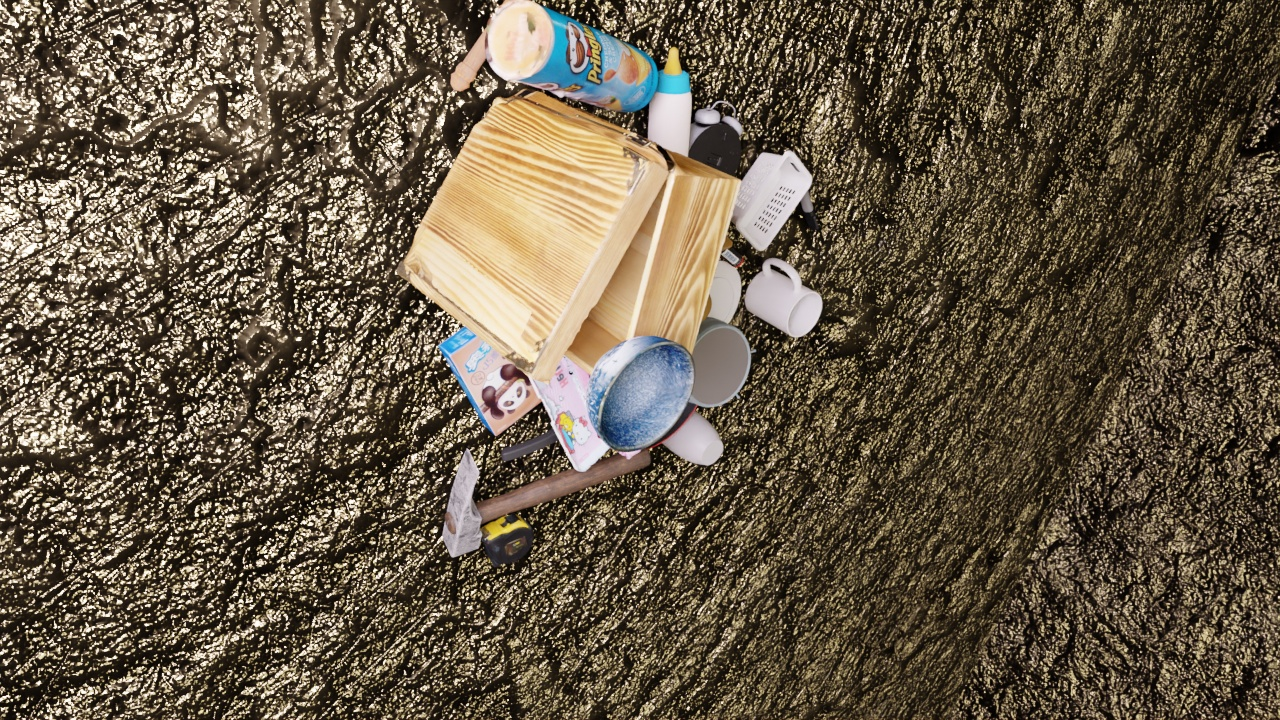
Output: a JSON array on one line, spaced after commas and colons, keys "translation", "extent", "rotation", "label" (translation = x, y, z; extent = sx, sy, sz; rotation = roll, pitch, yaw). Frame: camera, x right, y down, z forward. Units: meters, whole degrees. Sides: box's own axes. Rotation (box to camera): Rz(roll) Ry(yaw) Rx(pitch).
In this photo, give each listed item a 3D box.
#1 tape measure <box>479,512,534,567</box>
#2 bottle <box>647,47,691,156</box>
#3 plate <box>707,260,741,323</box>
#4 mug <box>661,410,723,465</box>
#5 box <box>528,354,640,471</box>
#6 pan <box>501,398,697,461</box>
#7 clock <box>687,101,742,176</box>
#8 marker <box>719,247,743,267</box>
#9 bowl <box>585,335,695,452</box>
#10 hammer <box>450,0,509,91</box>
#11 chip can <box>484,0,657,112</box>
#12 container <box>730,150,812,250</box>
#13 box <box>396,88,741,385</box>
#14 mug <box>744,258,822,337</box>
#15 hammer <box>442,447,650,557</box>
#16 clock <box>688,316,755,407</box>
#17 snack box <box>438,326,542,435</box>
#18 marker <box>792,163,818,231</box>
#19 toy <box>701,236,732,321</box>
[{"translation": [-0.185, 0.250, 1.279], "extent": [0.072, 0.042, 0.071], "rotation": [-33, 131, -26], "label": "tape measure"}, {"translation": [0.036, -0.302, 1.105], "extent": [0.051, 0.051, 0.146], "rotation": [-20, 129, -32], "label": "bottle"}, {"translation": [0.101, -0.081, 1.343], "extent": [0.134, 0.011, 0.135], "rotation": [-23, 130, -30], "label": "plate"}, {"translation": [0.092, 0.122, 1.411], "extent": [0.107, 0.089, 0.071], "rotation": [19, 102, -48], "label": "mug"}, {"translation": [-0.083, 0.042, 1.140], "extent": [0.095, 0.088, 0.202], "rotation": [-27, 111, -8], "label": "box"}, {"translation": [-0.047, 0.055, 1.256], "extent": [0.355, 0.067, 0.209], "rotation": [-21, 129, -32], "label": "pan"}, {"translation": [0.088, -0.274, 1.185], "extent": [0.094, 0.035, 0.123], "rotation": [7, 111, -45], "label": "clock"}, {"translation": [0.101, -0.166, 1.278], "extent": [0.145, 0.021, 0.023], "rotation": [30, 72, -49], "label": "marker"}, {"translation": [-0.010, 0.022, 0.855], "extent": [0.114, 0.061, 0.114], "rotation": [-25, 134, -30], "label": "bowl"}, {"translation": [-0.094, -0.401, 0.911], "extent": [0.318, 0.083, 0.162], "rotation": [-52, 139, 9], "label": "hammer"}, {"translation": [-0.065, -0.307, 0.946], "extent": [0.229, 0.080, 0.080], "rotation": [-11, 126, -62], "label": "chip can"}, {"translation": [0.173, -0.228, 1.282], "extent": [0.129, 0.049, 0.080], "rotation": [-55, 139, 1], "label": "container"}, {"translation": [-0.082, -0.137, 0.937], "extent": [0.215, 0.279, 0.258], "rotation": [-2, 117, -41], "label": "box"}, {"translation": [0.213, -0.101, 1.372], "extent": [0.073, 0.090, 0.111], "rotation": [-31, 134, -24], "label": "mug"}, {"translation": [-0.108, 0.148, 1.203], "extent": [0.299, 0.037, 0.218], "rotation": [-16, 150, -28], "label": "hammer"}, {"translation": [0.085, 0.001, 1.267], "extent": [0.159, 0.045, 0.122], "rotation": [15, 97, -38], "label": "clock"}, {"translation": [-0.179, 0.014, 1.132], "extent": [0.087, 0.034, 0.151], "rotation": [-38, 136, -18], "label": "snack box"}, {"translation": [0.246, -0.241, 1.361], "extent": [0.016, 0.022, 0.139], "rotation": [-36, 137, -6], "label": "marker"}, {"translation": [0.029, -0.147, 1.106], "extent": [0.203, 0.163, 0.198], "rotation": [63, 30, -60], "label": "toy"}]
